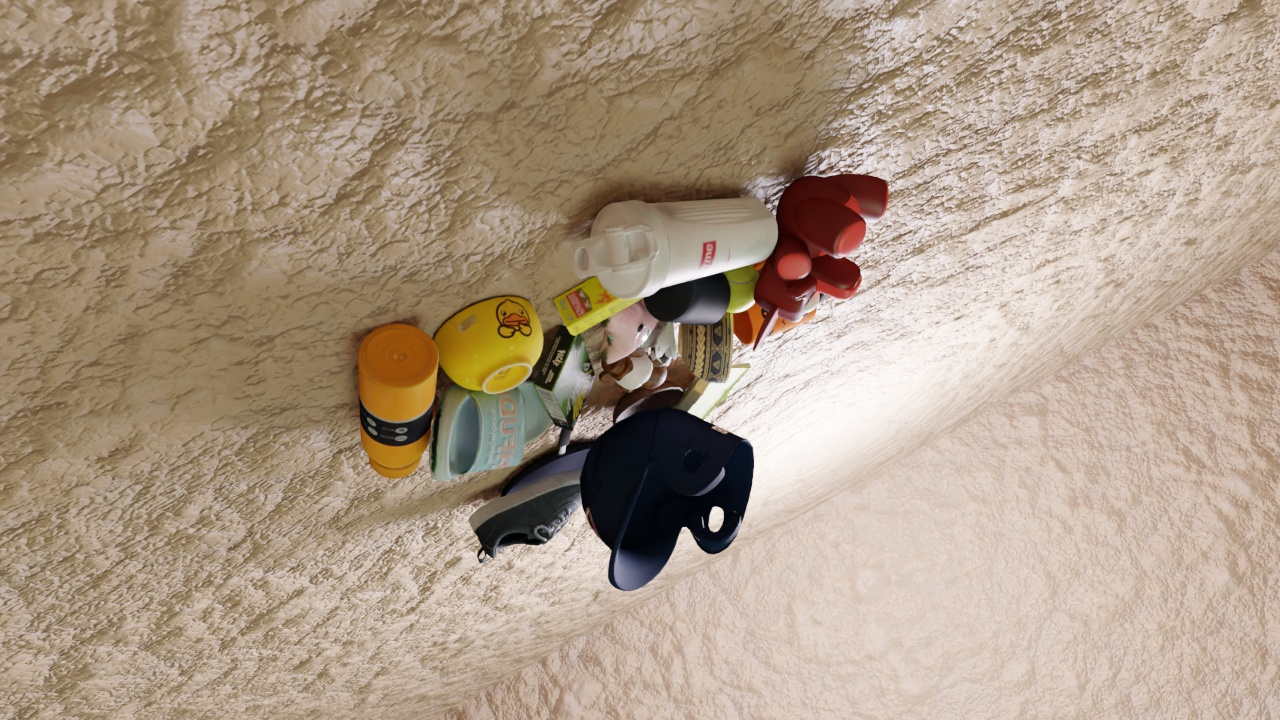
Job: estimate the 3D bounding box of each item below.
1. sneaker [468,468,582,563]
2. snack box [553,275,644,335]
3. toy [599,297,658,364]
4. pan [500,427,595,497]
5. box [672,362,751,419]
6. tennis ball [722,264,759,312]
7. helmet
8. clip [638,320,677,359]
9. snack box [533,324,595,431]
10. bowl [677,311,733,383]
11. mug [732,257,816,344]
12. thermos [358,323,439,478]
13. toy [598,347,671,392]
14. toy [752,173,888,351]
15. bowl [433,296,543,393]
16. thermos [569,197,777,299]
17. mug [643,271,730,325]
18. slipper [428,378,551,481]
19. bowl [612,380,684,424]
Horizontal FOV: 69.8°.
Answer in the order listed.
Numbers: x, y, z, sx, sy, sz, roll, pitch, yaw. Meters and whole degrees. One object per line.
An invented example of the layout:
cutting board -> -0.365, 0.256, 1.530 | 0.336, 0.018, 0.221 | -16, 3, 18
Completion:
sneaker -> -0.154, 0.243, 1.442 | 0.235, 0.087, 0.089 | -21, 157, -16
snack box -> -0.021, -0.082, 1.005 | 0.148, 0.040, 0.029 | -29, 158, 2
toy -> -0.009, -0.047, 1.083 | 0.095, 0.053, 0.099 | -35, 153, -24
pan -> -0.123, 0.148, 1.416 | 0.198, 0.021, 0.357 | -21, 158, -18
box -> 0.084, 0.069, 1.464 | 0.140, 0.047, 0.188 | -22, 160, -37
tennis ball -> 0.113, -0.090, 1.109 | 0.065, 0.065, 0.065 | -24, 158, -11
helmet -> 0.015, 0.195, 1.307 | 0.271, 0.223, 0.232 | -64, 154, -25
clip -> 0.020, -0.031, 1.142 | 0.054, 0.040, 0.102 | -41, 140, -32
snack box -> -0.090, 0.024, 1.113 | 0.148, 0.025, 0.080 | 78, 32, -68
bowl -> 0.080, -0.027, 1.173 | 0.061, 0.112, 0.113 | 1, 154, -3
mug -> 0.166, -0.086, 1.185 | 0.095, 0.077, 0.113 | -22, 131, -16
thermos -> -0.252, 0.052, 0.978 | 0.091, 0.076, 0.233 | -11, 153, -22
toy -> -0.007, 0.007, 1.197 | 0.087, 0.067, 0.112 | -39, 147, 25
toy -> 0.195, -0.114, 1.043 | 0.157, 0.120, 0.198 | -49, 162, -49
bowl -> -0.154, -0.007, 0.975 | 0.117, 0.067, 0.117 | -24, 158, -11
thermos -> 0.042, -0.122, 0.927 | 0.219, 0.099, 0.100 | -16, 155, -39
mug -> 0.060, -0.093, 1.054 | 0.077, 0.071, 0.105 | 2, 117, -52
slipper -> -0.158, 0.071, 1.058 | 0.074, 0.104, 0.244 | 9, -169, 23
bowl -> 0.006, 0.060, 1.363 | 0.117, 0.030, 0.118 | -23, 158, -10
